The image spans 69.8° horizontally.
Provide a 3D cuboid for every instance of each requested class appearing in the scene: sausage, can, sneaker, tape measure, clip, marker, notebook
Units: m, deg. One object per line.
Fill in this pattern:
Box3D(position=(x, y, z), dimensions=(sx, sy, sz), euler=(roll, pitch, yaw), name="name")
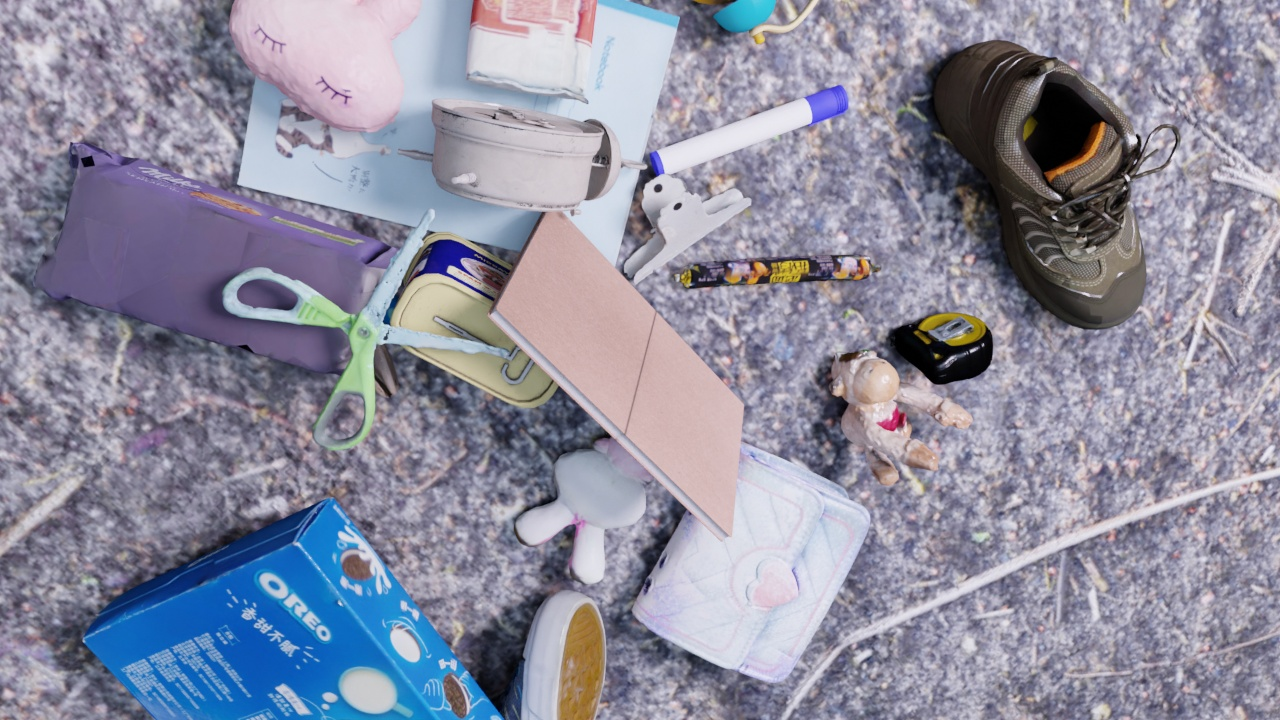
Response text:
Box3D(position=(0.100, -0.065, 0.663), dimensions=(0.155, 0.020, 0.020), euler=(-4, 104, -10), name="sausage")
Box3D(position=(-0.100, -0.026, 0.592), dimensions=(0.116, 0.092, 0.057), euler=(29, 106, -16), name="can")
Box3D(position=(0.310, -0.118, 0.625), dimensions=(0.101, 0.143, 0.238), euler=(-39, 108, 0), name="sneaker")
Box3D(position=(0.228, -0.012, 0.678), dimensions=(0.061, 0.061, 0.034), euler=(-19, 122, -9), name="tape measure")
Box3D(position=(0.028, -0.096, 0.627), dimensions=(0.101, 0.045, 0.055), euler=(-36, 141, -1), name="clip")
Box3D(position=(0.076, -0.158, 0.636), dimensions=(0.141, 0.020, 0.020), euler=(-21, 107, -5), name="marker")
Box3D(position=(-0.187, -0.002, 0.623), dimensions=(0.052, 0.026, 0.059), euler=(11, 101, -11), name="clip")
Box3D(position=(-0.085, 0.280, 0.696), dimensions=(0.079, 0.087, 0.235), euler=(13, 99, 22), name="sneaker")
Box3D(position=(-0.004, 0.004, 0.598), dimensions=(0.008, 0.141, 0.209), euler=(-33, 113, 28), name="notebook")
Box3D(position=(-0.116, -0.172, 0.600), dimensions=(0.253, 0.009, 0.181), euler=(12, 101, -14), name="notebook")

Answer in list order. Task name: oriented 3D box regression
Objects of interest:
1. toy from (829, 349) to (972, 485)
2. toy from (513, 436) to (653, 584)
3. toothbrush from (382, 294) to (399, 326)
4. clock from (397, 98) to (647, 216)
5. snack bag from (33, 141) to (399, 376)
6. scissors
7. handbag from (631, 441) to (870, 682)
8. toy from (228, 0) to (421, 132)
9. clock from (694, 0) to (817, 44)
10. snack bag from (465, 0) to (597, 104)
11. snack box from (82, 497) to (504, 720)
Box3D(position=(0.184, 0.030, 0.683), dimensions=(0.085, 0.074, 0.106), euler=(-36, 87, -32), name="toy")
Box3D(position=(-0.033, 0.100, 0.670), dimensions=(0.079, 0.038, 0.123), euler=(38, 95, -5), name="toy")
Box3D(position=(-0.135, -0.010, 0.636), dimensions=(0.135, 0.017, 0.022), euler=(36, 95, -14), name="toothbrush")
Box3D(position=(-0.062, -0.123, 0.576), dimensions=(0.156, 0.103, 0.061), euler=(-4, 114, -37), name="clock")
Box3D(position=(-0.261, -0.057, 0.569), dimensions=(0.205, 0.058, 0.096), euler=(17, 100, -8), name="snack bag")
Box3D(position=(-0.164, -0.019, 0.534), dimensions=(0.172, 0.023, 0.172), euler=(31, 110, -1), name="scissors")
Box3D(position=(0.083, 0.152, 0.691), dimensions=(0.126, 0.069, 0.159), euler=(24, 101, -14), name="handbag")
Box3D(position=(-0.183, -0.198, 0.551), dimensions=(0.108, 0.053, 0.105), euler=(30, 82, -14), name="toy")
Box3D(position=(0.062, -0.270, 0.594), dimensions=(0.129, 0.043, 0.099), euler=(26, 98, -9), name="clock")
Box3D(position=(-0.057, -0.277, 0.563), dimensions=(0.077, 0.041, 0.225), euler=(6, 100, -13), name="snack bag")
Box3D(position=(-0.223, 0.227, 0.621), dimensions=(0.196, 0.056, 0.239), euler=(-25, 108, 20), name="snack box")
